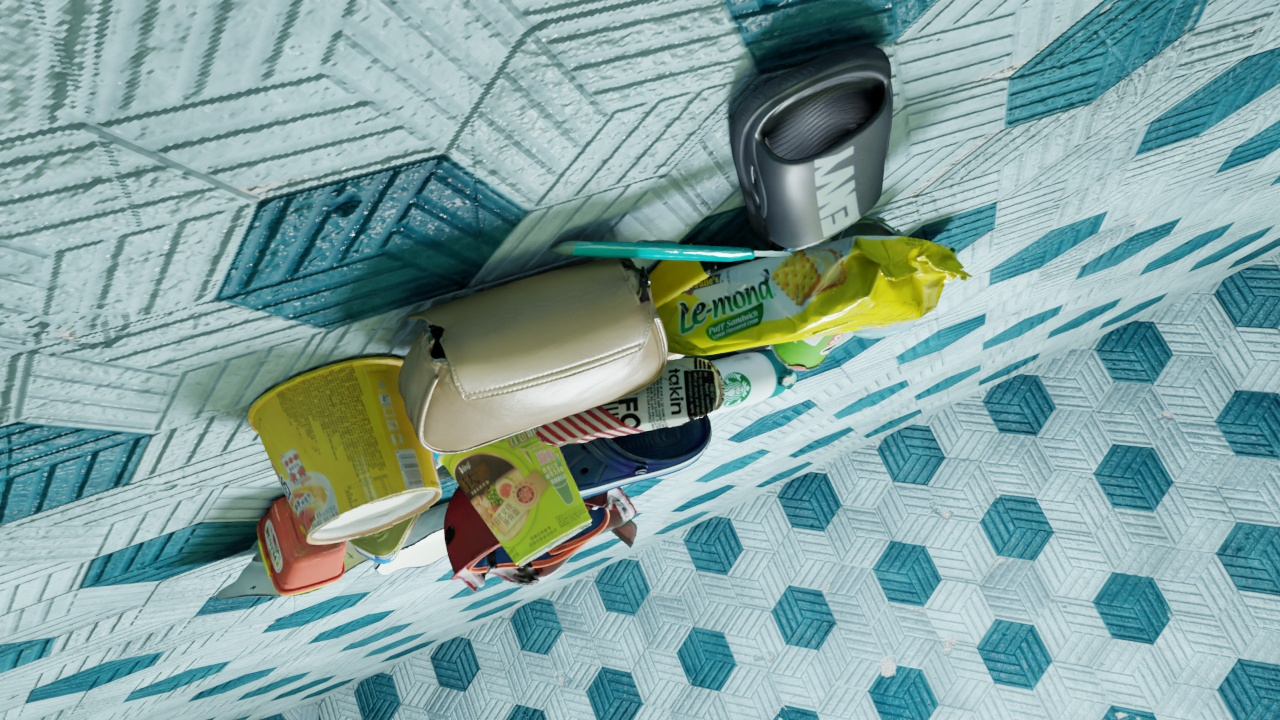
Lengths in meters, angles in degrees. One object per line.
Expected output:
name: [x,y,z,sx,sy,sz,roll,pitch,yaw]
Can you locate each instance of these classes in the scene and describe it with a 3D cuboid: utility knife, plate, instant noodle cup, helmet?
utility knife: [0.026,-0.080,0.664,0.182,0.013,0.029,1,174,-13]
plate: [-0.283,0.246,1.310,0.204,0.045,0.205,-21,163,-7]
plate: [-0.384,0.227,1.053,0.164,0.034,0.164,-10,-175,26]
instant noodle cup: [-0.107,0.116,0.839,0.111,0.123,0.112,-30,170,-6]
helmet: [-0.140,0.168,1.083,0.207,0.144,0.239,-37,157,20]
instant noodle cup: [-0.226,0.076,0.729,0.138,0.109,0.138,-22,165,-6]
utility knife: [-0.011,-0.047,0.786,0.203,0.033,0.015,-30,167,34]

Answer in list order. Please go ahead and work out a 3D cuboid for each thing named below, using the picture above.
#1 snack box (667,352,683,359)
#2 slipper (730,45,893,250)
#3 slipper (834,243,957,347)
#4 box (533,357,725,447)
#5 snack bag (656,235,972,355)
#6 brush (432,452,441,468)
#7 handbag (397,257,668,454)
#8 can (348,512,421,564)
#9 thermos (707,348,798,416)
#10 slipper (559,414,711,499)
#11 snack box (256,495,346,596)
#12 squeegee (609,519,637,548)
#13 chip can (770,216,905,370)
snack box: [-0.005,0.005,0.898,0.077,0.027,0.155,-34,173,26]
slipper: [0.131,-0.123,0.646,0.111,0.083,0.268,-26,165,2]
slipper: [0.269,-0.057,1.061,0.103,0.074,0.246,-14,163,-28]
box: [-0.007,0.043,0.796,0.162,0.075,0.086,-14,148,11]
snack bag: [0.135,-0.051,0.780,0.247,0.068,0.157,-11,177,43]
brush: [-0.166,0.055,0.861,0.315,0.060,0.109,-32,168,19]
handbag: [-0.081,-0.010,0.692,0.204,0.099,0.148,-18,155,-20]
can: [-0.267,0.163,0.980,0.101,0.057,0.083,-63,-178,-23]
thermos: [0.094,0.032,1.107,0.223,0.073,0.073,-13,161,-35]
slipper: [-0.043,0.079,0.942,0.252,0.105,0.095,-4,148,-15]
snack box: [-0.345,0.184,0.949,0.081,0.091,0.080,-11,153,-36]
squeegee: [0.013,0.113,1.242,0.249,0.040,0.248,-38,-152,-17]
chip can: [0.199,-0.062,0.951,0.072,0.072,0.236,-19,163,-15]
